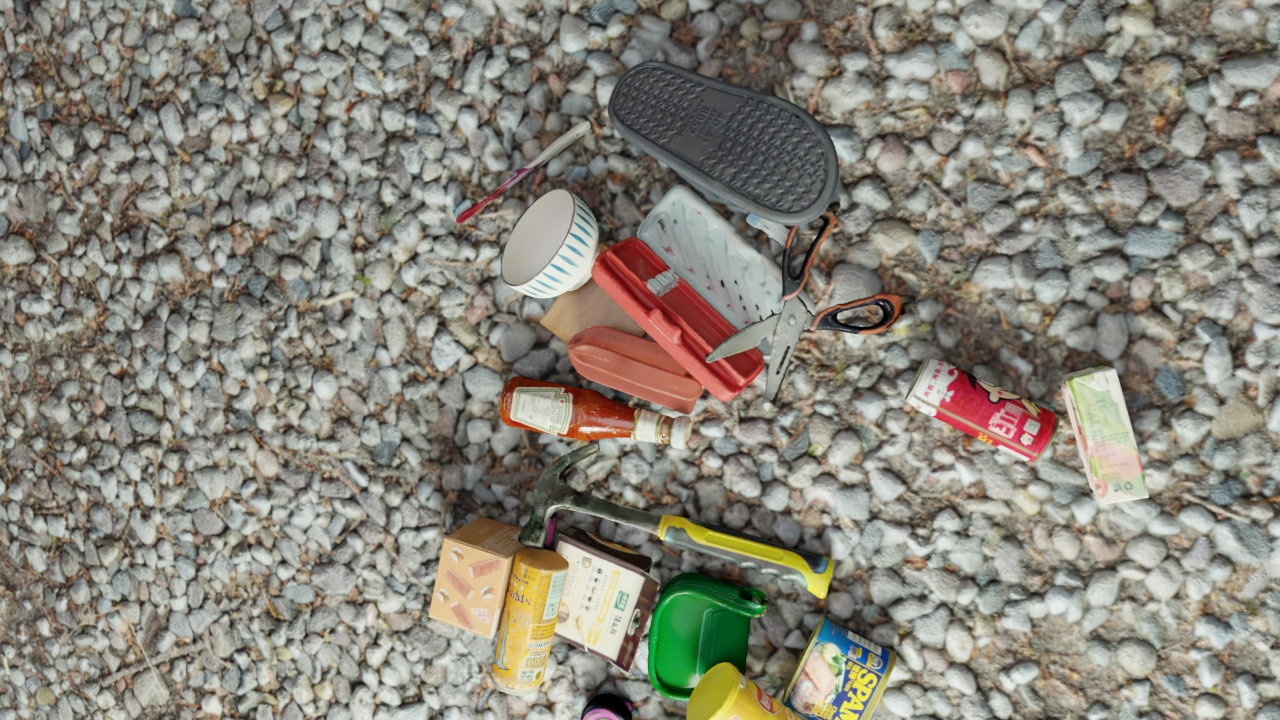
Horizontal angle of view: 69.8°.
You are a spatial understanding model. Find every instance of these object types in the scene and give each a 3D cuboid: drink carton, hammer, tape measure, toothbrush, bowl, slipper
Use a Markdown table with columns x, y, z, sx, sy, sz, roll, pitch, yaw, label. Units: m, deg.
| x | y | z | sx | sy | sz | roll | pitch | yaw | label |
| --- | --- | --- | --- | --- | --- | --- | --- | --- | --- |
| 0.432 | 0.068 | 0.858 | 0.045 | 0.053 | 0.122 | -15 | 91 | 16 | drink carton |
| 0.042 | 0.177 | 0.966 | 0.323 | 0.032 | 0.126 | 15 | 71 | 7 | hammer |
| -0.037 | 0.402 | 1.023 | 0.057 | 0.039 | 0.058 | -12 | 97 | 15 | tape measure |
| -0.131 | -0.207 | 1.001 | 0.188 | 0.016 | 0.017 | -33 | 77 | 16 | toothbrush |
| -0.085 | -0.114 | 0.961 | 0.066 | 0.116 | 0.117 | 31 | 107 | -35 | bowl |
| 0.087 | -0.215 | 0.917 | 0.268 | 0.083 | 0.110 | 34 | 92 | 27 | slipper |
| -0.117 | 0.258 | 1.041 | 0.014 | 0.017 | 0.189 | 13 | 97 | 15 | toothbrush |

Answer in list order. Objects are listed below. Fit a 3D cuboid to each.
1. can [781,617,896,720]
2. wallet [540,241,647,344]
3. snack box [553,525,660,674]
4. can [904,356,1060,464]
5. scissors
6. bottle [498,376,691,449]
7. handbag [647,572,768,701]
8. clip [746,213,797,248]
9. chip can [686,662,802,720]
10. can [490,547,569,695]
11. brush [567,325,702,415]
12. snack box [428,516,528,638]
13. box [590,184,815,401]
| x | y | z | sx | sy | sz | roll | pitch | yaw | label |
| --- | --- | --- | --- | --- | --- | --- | --- | --- | --- |
| 0.202 | 0.328 | 0.943 | 0.083 | 0.057 | 0.102 | 25 | 101 | 13 | can |
| -0.037 | -0.054 | 0.989 | 0.101 | 0.020 | 0.115 | 38 | 101 | 6 | wallet |
| -0.045 | 0.259 | 1.003 | 0.126 | 0.053 | 0.113 | 21 | 101 | 12 | snack box |
| 0.327 | 0.047 | 0.883 | 0.133 | 0.053 | 0.053 | 26 | 101 | 11 | can |
| 0.162 | -0.056 | 0.904 | 0.225 | 0.015 | 0.189 | -14 | 82 | -6 | scissors |
| -0.048 | 0.059 | 0.979 | 0.206 | 0.059 | 0.060 | 9 | 98 | 15 | bottle |
| 0.071 | 0.294 | 0.968 | 0.120 | 0.068 | 0.131 | 6 | 97 | 13 | handbag |
| 0.135 | -0.135 | 0.935 | 0.058 | 0.043 | 0.027 | 42 | 101 | 0 | clip |
| 0.147 | 0.393 | 0.924 | 0.213 | 0.072 | 0.072 | 40 | 104 | -12 | chip can |
| -0.118 | 0.276 | 0.976 | 0.058 | 0.058 | 0.146 | 15 | 99 | 13 | can |
| -0.006 | 0.005 | 0.945 | 0.146 | 0.069 | 0.063 | 19 | 99 | -2 | brush |
| -0.172 | 0.237 | 1.014 | 0.077 | 0.092 | 0.094 | 15 | 99 | 13 | snack box |
| 0.062 | -0.069 | 0.940 | 0.201 | 0.074 | 0.154 | 44 | 77 | 8 | box |
